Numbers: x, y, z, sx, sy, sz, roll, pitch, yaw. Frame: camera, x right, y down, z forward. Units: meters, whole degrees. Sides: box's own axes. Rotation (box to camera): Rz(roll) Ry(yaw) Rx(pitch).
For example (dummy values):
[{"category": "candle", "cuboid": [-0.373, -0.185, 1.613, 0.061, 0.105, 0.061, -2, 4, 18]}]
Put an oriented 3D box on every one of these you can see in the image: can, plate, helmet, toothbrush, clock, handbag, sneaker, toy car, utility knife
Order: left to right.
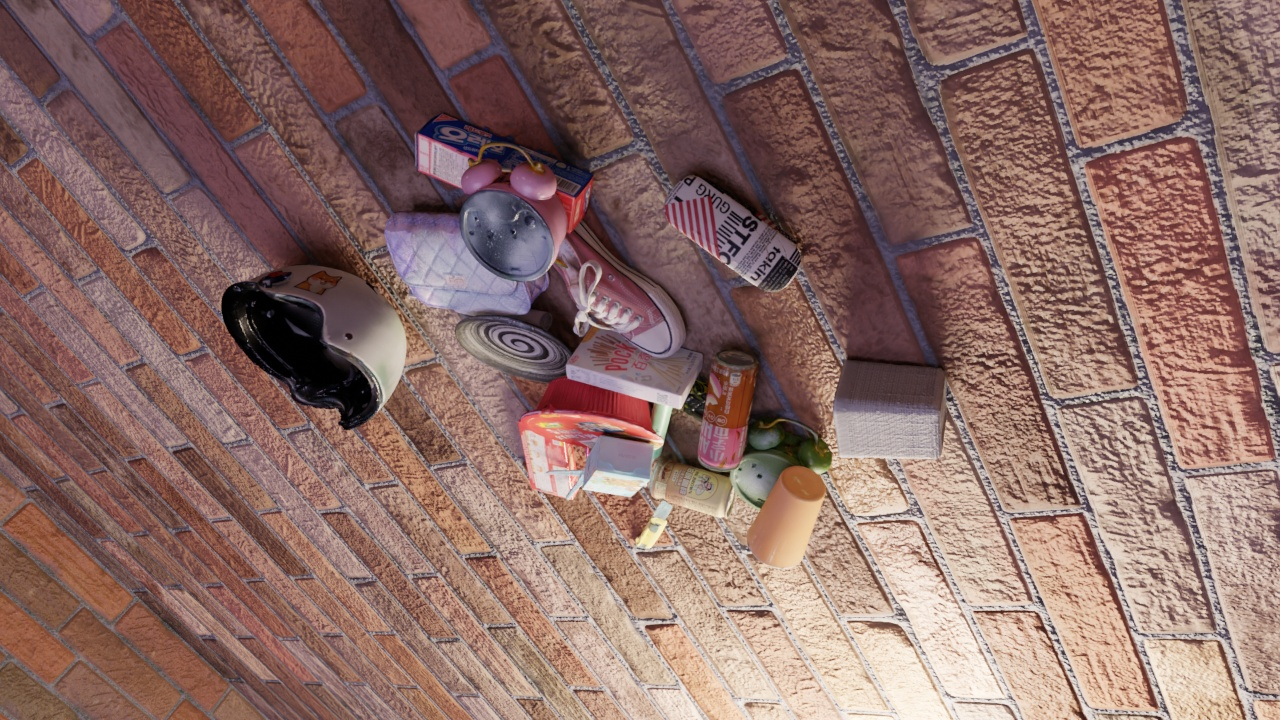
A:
[{"category": "helmet", "cuboid": [-0.443, -0.044, 1.311, 0.274, 0.156, 0.230, 25, 139, 22]}, {"category": "handbag", "cuboid": [-0.220, -0.126, 1.172, 0.194, 0.075, 0.134, 5, 132, 24]}, {"category": "toothbrush", "cuboid": [-0.225, -0.073, 1.258, 0.221, 0.026, 0.026, 12, 94, 19]}, {"category": "clock", "cuboid": [-0.141, -0.168, 1.020, 0.117, 0.059, 0.159, 7, 130, 22]}, {"category": "plate", "cuboid": [-0.164, -0.020, 1.246, 0.179, 0.024, 0.180, 14, 156, 6]}, {"category": "sneaker", "cuboid": [-0.049, -0.080, 1.111, 0.241, 0.087, 0.119, 45, 134, -12]}, {"category": "utility knife", "cuboid": [0.021, 0.250, 1.390, 0.031, 0.022, 0.221, 16, 146, -2]}, {"category": "toothbrush", "cuboid": [0.021, 0.108, 1.286, 0.027, 0.026, 0.225, 11, 135, 0]}, {"category": "can", "cuboid": [0.075, 0.180, 1.297, 0.116, 0.058, 0.059, 15, 134, 17]}, {"category": "toy car", "cuboid": [0.087, 0.056, 1.200, 0.105, 0.032, 0.048, 33, 132, -19]}, {"category": "can", "cuboid": [0.108, 0.062, 1.146, 0.058, 0.057, 0.147, 14, 115, 17]}, {"category": "clock", "cuboid": [0.184, 0.135, 1.199, 0.116, 0.056, 0.162, 23, 135, 8]}]

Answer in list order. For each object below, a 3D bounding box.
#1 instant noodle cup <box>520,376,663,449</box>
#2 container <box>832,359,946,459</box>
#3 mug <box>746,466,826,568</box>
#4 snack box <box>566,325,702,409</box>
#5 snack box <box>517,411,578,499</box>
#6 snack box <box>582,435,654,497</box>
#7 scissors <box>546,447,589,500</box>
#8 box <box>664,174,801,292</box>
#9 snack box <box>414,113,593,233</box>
[{"category": "instant noodle cup", "cuboid": [-0.060, 0.069, 1.228, 0.194, 0.065, 0.194, 8, 161, 3]}, {"category": "container", "cuboid": [0.288, 0.058, 1.052, 0.114, 0.090, 0.090, 2, 130, 23]}, {"category": "mug", "cuboid": [0.188, 0.195, 1.159, 0.078, 0.078, 0.123, 23, 130, 9]}, {"category": "snack box", "cuboid": [-0.007, 0.007, 1.168, 0.157, 0.084, 0.027, 16, 135, 16]}, {"category": "snack box", "cuboid": [-0.140, 0.148, 1.408, 0.075, 0.025, 0.153, 12, 133, 19]}, {"category": "snack box", "cuboid": [-0.033, 0.149, 1.269, 0.074, 0.051, 0.175, 10, 162, -7]}, {"category": "scissors", "cuboid": [-0.072, 0.172, 1.382, 0.130, 0.017, 0.134, 28, 121, -13]}, {"category": "box", "cuboid": [0.104, -0.144, 1.008, 0.163, 0.083, 0.075, 34, 100, -1]}, {"category": "snack box", "cuboid": [-0.160, -0.220, 1.070, 0.207, 0.057, 0.058, 23, 138, 8]}]
